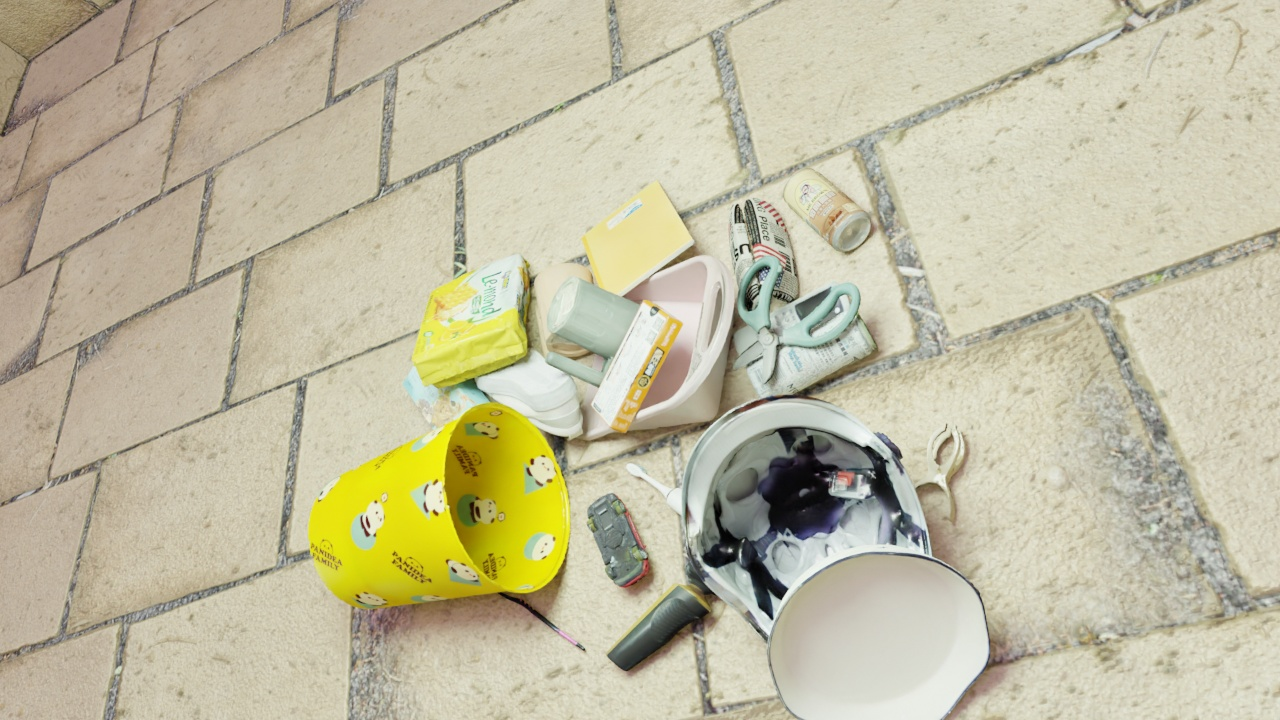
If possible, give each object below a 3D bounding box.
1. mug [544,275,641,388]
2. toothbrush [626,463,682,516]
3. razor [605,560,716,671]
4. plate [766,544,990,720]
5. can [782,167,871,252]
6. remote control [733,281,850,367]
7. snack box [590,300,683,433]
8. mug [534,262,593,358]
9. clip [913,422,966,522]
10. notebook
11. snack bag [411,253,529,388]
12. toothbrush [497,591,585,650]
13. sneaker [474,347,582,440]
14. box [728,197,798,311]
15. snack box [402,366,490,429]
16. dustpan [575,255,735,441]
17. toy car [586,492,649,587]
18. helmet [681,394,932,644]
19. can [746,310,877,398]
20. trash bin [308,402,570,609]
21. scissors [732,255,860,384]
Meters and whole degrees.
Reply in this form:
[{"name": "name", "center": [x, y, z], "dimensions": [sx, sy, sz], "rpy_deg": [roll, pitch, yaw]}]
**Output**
[{"name": "mug", "center": [-0.061, -0.034, 1.165], "dimensions": [0.084, 0.103, 0.123], "rpy_deg": [-10, 59, 57]}, {"name": "toothbrush", "center": [0.059, 0.176, 1.083], "dimensions": [0.221, 0.026, 0.027], "rpy_deg": [31, 104, 39]}, {"name": "razor", "center": [0.027, 0.288, 1.032], "dimensions": [0.167, 0.062, 0.067], "rpy_deg": [-44, 21, 10]}, {"name": "plate", "center": [0.217, 0.259, 0.855], "dimensions": [0.205, 0.205, 0.045], "rpy_deg": [-35, 16, 10]}, {"name": "can", "center": [0.234, -0.190, 1.156], "dimensions": [0.058, 0.058, 0.116], "rpy_deg": [-41, 51, 6]}, {"name": "remote control", "center": [0.187, -0.042, 1.128], "dimensions": [0.150, 0.021, 0.058], "rpy_deg": [-29, 54, 16]}, {"name": "snack box", "center": [-0.007, 0.007, 1.120], "dimensions": [0.154, 0.026, 0.075], "rpy_deg": [-63, 29, 8]}, {"name": "mug", "center": [-0.109, -0.058, 1.279], "dimensions": [0.125, 0.084, 0.103], "rpy_deg": [-47, 43, 42]}, {"name": "clip", "center": [0.311, 0.115, 0.965], "dimensions": [0.066, 0.034, 0.099], "rpy_deg": [18, 83, 35]}, {"name": "notebook", "center": [-0.009, -0.169, 1.282], "dimensions": [0.146, 0.010, 0.206], "rpy_deg": [-36, 34, 10]}, {"name": "snack bag", "center": [-0.234, -0.057, 1.320], "dimensions": [0.158, 0.068, 0.246], "rpy_deg": [-20, 33, 9]}, {"name": "toothbrush", "center": [-0.133, 0.308, 1.136], "dimensions": [0.189, 0.014, 0.017], "rpy_deg": [23, 66, 37]}, {"name": "sneaker", "center": [-0.147, 0.049, 1.251], "dimensions": [0.089, 0.091, 0.242], "rpy_deg": [-32, 26, -23]}, {"name": "box", "center": [0.161, -0.139, 1.177], "dimensions": [0.087, 0.076, 0.162], "rpy_deg": [-7, 57, 3]}, {"name": "snack box", "center": [-0.274, 0.057, 1.323], "dimensions": [0.175, 0.051, 0.074], "rpy_deg": [45, 106, 38]}, {"name": "dustpan", "center": [0.013, -0.027, 1.150], "dimensions": [0.274, 0.139, 0.222], "rpy_deg": [-4, 64, 29]}, {"name": "toy car", "center": [-0.024, 0.216, 1.099], "dimensions": [0.053, 0.045, 0.120], "rpy_deg": [-36, 47, 12]}, {"name": "helmet", "center": [0.159, 0.144, 0.933], "dimensions": [0.229, 0.145, 0.258], "rpy_deg": [-36, 95, 10]}, {"name": "can", "center": [0.199, -0.004, 1.076], "dimensions": [0.147, 0.058, 0.058], "rpy_deg": [-29, 53, 14]}, {"name": "trash bin", "center": [-0.258, 0.197, 1.146], "dimensions": [0.256, 0.229, 0.229], "rpy_deg": [-20, 56, 27]}, {"name": "scissors", "center": [0.164, -0.062, 1.080], "dimensions": [0.170, 0.019, 0.181], "rpy_deg": [-36, 53, 14]}]
